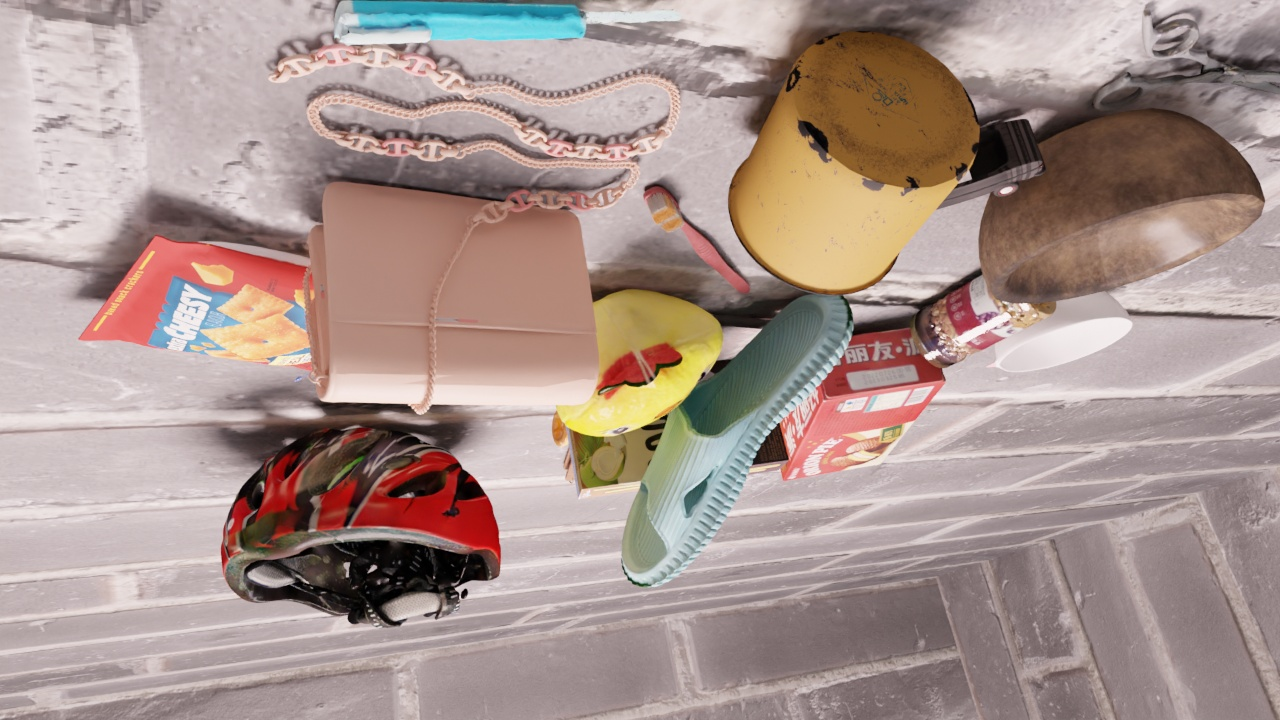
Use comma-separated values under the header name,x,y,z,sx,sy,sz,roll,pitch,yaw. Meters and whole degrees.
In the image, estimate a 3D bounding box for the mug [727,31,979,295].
name,x,y,z,sx,sy,sz,roll,pitch,yaw
mug,0.113,-0.108,0.472,0.123,0.100,0.094,-48,172,-27

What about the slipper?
name,x,y,z,sx,sy,sz,roll,pitch,yaw
slipper,0.059,0.049,0.712,0.069,0.116,0.276,36,95,-21

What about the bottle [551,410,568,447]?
name,x,y,z,sx,sy,sz,roll,pitch,yaw
bottle,-0.028,0.064,0.861,0.108,0.063,0.063,4,154,-29

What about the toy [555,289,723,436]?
name,x,y,z,sx,sy,sz,roll,pitch,yaw
toy,-0.004,0.004,0.690,0.134,0.092,0.208,-29,168,-3

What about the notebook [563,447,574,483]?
name,x,y,z,sx,sy,sz,roll,pitch,yaw
notebook,0.027,0.089,1.005,0.210,0.022,0.169,-6,157,-14

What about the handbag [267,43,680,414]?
name,x,y,z,sx,sy,sz,roll,pitch,yaw
handbag,-0.086,-0.052,0.464,0.198,0.116,0.188,2,155,-31

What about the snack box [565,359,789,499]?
name,x,y,z,sx,sy,sz,roll,pitch,yaw
snack box,0.029,0.058,0.818,0.186,0.101,0.032,-6,158,-13

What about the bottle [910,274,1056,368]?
name,x,y,z,sx,sy,sz,roll,pitch,yaw
bottle,0.284,-0.039,0.766,0.056,0.056,0.105,5,153,-36

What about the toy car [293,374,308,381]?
name,x,y,z,sx,sy,sz,roll,pitch,yaw
toy car,-0.196,-0.005,0.634,0.061,0.033,0.092,-4,158,-36

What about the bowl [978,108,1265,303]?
name,x,y,z,sx,sy,sz,roll,pitch,yaw
bowl,0.298,-0.099,0.591,0.162,0.070,0.162,-10,163,-3

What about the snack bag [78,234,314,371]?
name,x,y,z,sx,sy,sz,roll,pitch,yaw
snack bag,-0.235,-0.030,0.549,0.143,0.039,0.131,12,150,-43

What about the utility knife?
name,x,y,z,sx,sy,sz,roll,pitch,yaw
utility knife,-0.054,-0.143,0.391,0.148,0.015,0.022,-5,166,-14

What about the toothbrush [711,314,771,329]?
name,x,y,z,sx,sy,sz,roll,pitch,yaw
toothbrush,0.104,-0.031,0.759,0.167,0.013,0.013,4,154,-28

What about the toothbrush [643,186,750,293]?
name,x,y,z,sx,sy,sz,roll,pitch,yaw
toothbrush,0.045,-0.073,0.620,0.015,0.015,0.184,-26,157,17

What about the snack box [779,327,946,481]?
name,x,y,z,sx,sy,sz,roll,pitch,yaw
snack box,0.205,0.050,0.906,0.113,0.060,0.237,-9,156,-5

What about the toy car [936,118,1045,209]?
name,x,y,z,sx,sy,sz,roll,pitch,yaw
toy car,0.189,-0.115,0.548,0.092,0.040,0.037,-16,158,18

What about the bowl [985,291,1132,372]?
name,x,y,z,sx,sy,sz,roll,pitch,yaw
bowl,0.374,-0.035,0.828,0.114,0.050,0.115,-10,159,-4

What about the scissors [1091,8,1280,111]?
name,x,y,z,sx,sy,sz,roll,pitch,yaw
scissors,0.331,-0.171,0.520,0.160,0.014,0.120,-10,159,4

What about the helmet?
name,x,y,z,sx,sy,sz,roll,pitch,yaw
helmet,-0.243,0.147,0.812,0.218,0.166,0.272,-15,158,10
